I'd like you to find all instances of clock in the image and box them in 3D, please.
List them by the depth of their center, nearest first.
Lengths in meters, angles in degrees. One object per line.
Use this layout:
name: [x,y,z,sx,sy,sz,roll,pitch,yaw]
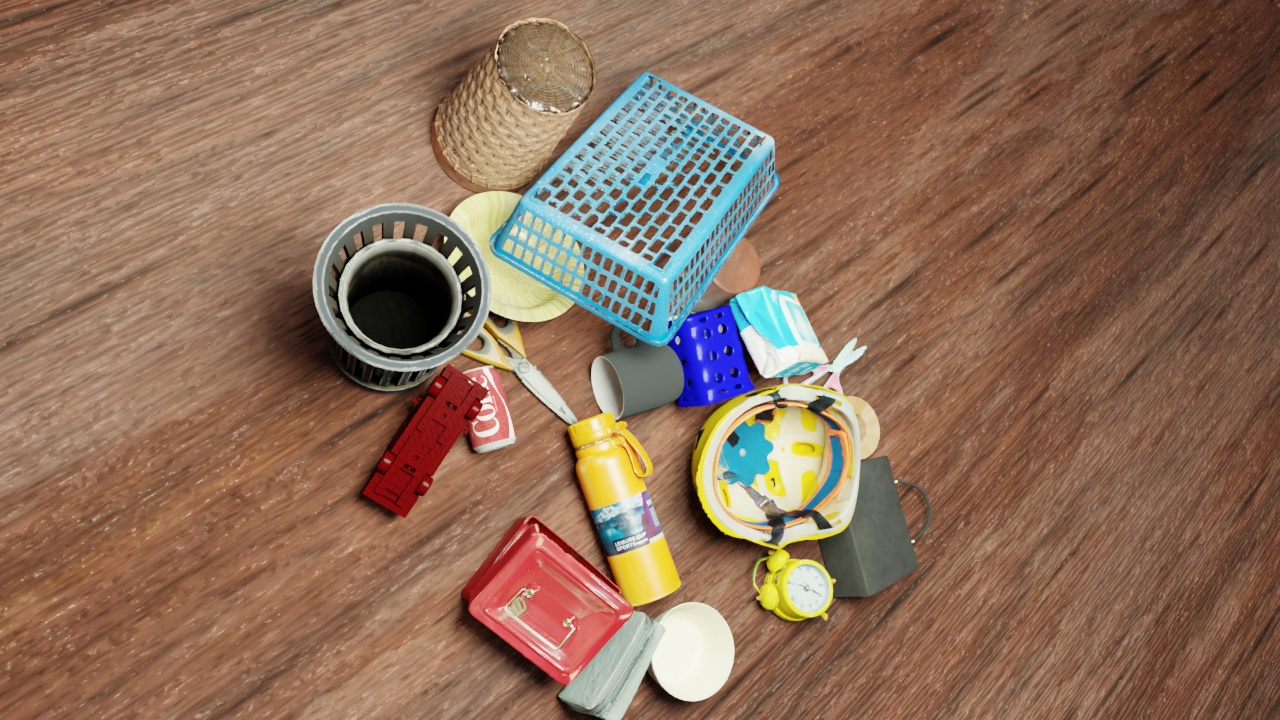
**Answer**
clock: [0.201,0.302,1.229,0.118,0.057,0.083,23,69,-11]

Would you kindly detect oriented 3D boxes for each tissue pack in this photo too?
tissue pack: [0.193,-0.037,1.249,0.209,0.066,0.117,2,62,-66]

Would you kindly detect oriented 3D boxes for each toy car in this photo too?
toy car: [-0.244,0.089,1.045,0.070,0.062,0.169,35,83,-15]

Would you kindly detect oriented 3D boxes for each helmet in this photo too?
helmet: [0.160,0.129,1.202,0.239,0.140,0.209,-3,96,-18]

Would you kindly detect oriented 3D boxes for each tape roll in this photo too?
tape roll: [0.304,0.100,1.342,0.094,0.027,0.094,6,75,-25]

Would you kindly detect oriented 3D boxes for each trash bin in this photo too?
trash bin: [-0.261,-0.050,0.979,0.164,0.228,0.164,4,78,-19]
trash bin: [-0.156,-0.306,1.109,0.151,0.211,0.151,6,75,-24]

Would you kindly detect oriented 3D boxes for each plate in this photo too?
plate: [-0.162,-0.124,1.151,0.184,0.036,0.184,14,59,-25]

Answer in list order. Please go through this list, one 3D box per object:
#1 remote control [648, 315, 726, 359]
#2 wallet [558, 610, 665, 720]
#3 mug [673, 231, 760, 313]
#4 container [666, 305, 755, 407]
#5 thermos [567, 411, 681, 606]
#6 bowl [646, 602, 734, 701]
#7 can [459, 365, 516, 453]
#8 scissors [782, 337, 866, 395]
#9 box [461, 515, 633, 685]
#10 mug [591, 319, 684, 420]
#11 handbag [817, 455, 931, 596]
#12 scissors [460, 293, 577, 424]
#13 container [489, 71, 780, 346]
remote control: [0.065,-0.031,1.255,0.114,0.028,0.060,2,79,-26]
wallet: [-0.031,0.358,1.079,0.054,0.101,0.131,39,66,-22]
mug: [0.086,-0.116,1.243,0.122,0.110,0.096,-12,78,-28]
container: [0.085,-0.006,1.197,0.084,0.085,0.113,-17,94,-26]
thermos: [-0.017,0.178,1.136,0.091,0.076,0.232,-20,87,-3]
bowl: [0.051,0.359,1.138,0.115,0.063,0.115,6,76,-25]
can: [-0.185,0.058,1.098,0.054,0.054,0.096,-13,84,-28]
scissors: [0.273,0.006,1.352,0.101,0.016,0.178,34,54,9]
box: [-0.113,0.275,1.068,0.157,0.126,0.137,44,84,-14]
mug: [-0.007,0.007,1.177,0.094,0.085,0.121,-15,90,-29]
handbag: [0.348,0.224,1.317,0.195,0.072,0.175,-11,83,-32]
scissors: [-0.151,-0.009,1.151,0.229,0.016,0.113,42,64,-11]
container: [0.011,-0.216,1.162,0.257,0.089,0.361,30,55,8]
